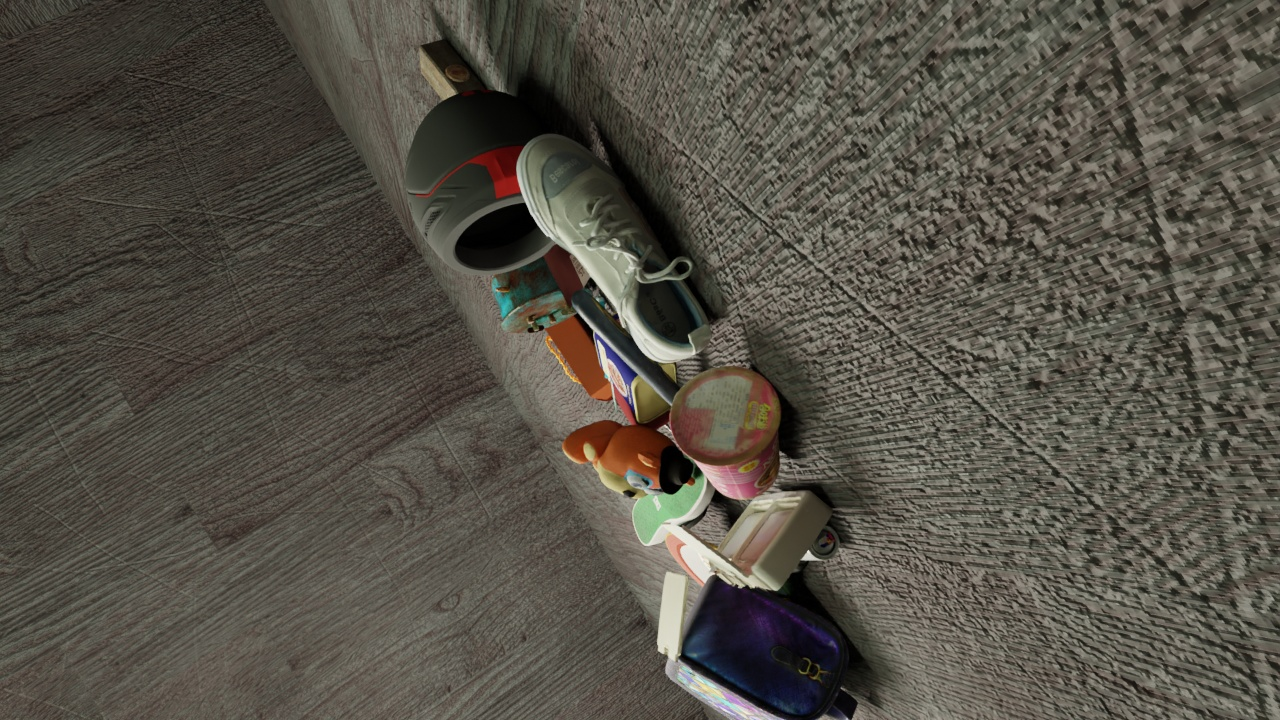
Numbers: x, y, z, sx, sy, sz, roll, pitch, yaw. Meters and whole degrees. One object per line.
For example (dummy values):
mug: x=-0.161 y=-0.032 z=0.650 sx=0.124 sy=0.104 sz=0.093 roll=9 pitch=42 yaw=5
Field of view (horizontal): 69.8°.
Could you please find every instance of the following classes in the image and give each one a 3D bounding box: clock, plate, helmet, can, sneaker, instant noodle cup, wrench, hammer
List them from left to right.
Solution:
hammer: x=-0.233 y=-0.252 z=1.220 sx=0.158 sy=0.037 sz=0.302 roll=52 pitch=153 yaw=26
helmet: x=-0.164 y=-0.192 z=0.967 sx=0.265 sy=0.164 sz=0.169 roll=129 pitch=125 yaw=-66
clock: x=-0.122 y=-0.077 z=1.171 sx=0.158 sy=0.121 sz=0.073 roll=67 pitch=-179 yaw=-76
sneaker: x=-0.015 y=-0.103 z=0.815 sx=0.242 sy=0.089 sz=0.091 roll=54 pitch=164 yaw=-10
can: x=-0.006 y=0.006 z=1.077 sx=0.092 sy=0.056 sz=0.116 roll=53 pitch=166 yaw=27
clock: x=-0.004 y=0.046 z=1.181 sx=0.124 sy=0.044 sz=0.087 roll=49 pitch=164 yaw=34
wrench: x=0.014 y=0.015 z=0.922 sx=0.273 sy=0.022 sz=0.073 roll=45 pitch=-166 yaw=-42
sneaker: x=0.062 y=0.175 z=1.205 sx=0.084 sy=0.079 sz=0.236 roll=68 pitch=154 yaw=21
instant noodle cup: x=0.086 y=0.074 z=0.831 sx=0.097 sy=0.097 sz=0.109 roll=49 pitch=172 yaw=34
plate: x=0.131 y=0.289 z=1.185 sx=0.230 sy=0.021 sz=0.230 roll=33 pitch=158 yaw=15
can: x=0.163 y=0.178 z=0.894 sx=0.032 sy=0.032 sz=0.095 roll=57 pitch=167 yaw=6

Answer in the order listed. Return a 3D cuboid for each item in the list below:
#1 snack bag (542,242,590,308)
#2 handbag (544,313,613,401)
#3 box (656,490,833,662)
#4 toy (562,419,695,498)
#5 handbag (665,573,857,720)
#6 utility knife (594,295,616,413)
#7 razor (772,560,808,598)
snack bag: x=-0.057 y=-0.109 z=0.900 sx=0.057 sy=0.013 sz=0.157 roll=65 pitch=-155 yaw=-21
handbag: x=-0.093 y=-0.021 z=1.306 sx=0.172 sy=0.060 sz=0.109 roll=55 pitch=-174 yaw=12
box: x=0.063 y=0.180 z=0.857 sx=0.106 sy=0.192 sz=0.144 roll=40 pitch=162 yaw=-3
toy: x=-0.008 y=0.119 z=1.118 sx=0.176 sy=0.096 sz=0.112 roll=-7 pitch=151 yaw=41
handbag: x=0.152 y=0.367 z=1.096 sx=0.222 sy=0.125 sz=0.205 roll=26 pitch=156 yaw=11
utility knife: x=-0.043 y=-0.007 z=1.153 sx=0.022 sy=0.015 sz=0.151 roll=168 pitch=94 yaw=-73
razor: x=0.159 y=0.229 z=1.010 sx=0.067 sy=0.053 sz=0.151 roll=19 pitch=154 yaw=29
